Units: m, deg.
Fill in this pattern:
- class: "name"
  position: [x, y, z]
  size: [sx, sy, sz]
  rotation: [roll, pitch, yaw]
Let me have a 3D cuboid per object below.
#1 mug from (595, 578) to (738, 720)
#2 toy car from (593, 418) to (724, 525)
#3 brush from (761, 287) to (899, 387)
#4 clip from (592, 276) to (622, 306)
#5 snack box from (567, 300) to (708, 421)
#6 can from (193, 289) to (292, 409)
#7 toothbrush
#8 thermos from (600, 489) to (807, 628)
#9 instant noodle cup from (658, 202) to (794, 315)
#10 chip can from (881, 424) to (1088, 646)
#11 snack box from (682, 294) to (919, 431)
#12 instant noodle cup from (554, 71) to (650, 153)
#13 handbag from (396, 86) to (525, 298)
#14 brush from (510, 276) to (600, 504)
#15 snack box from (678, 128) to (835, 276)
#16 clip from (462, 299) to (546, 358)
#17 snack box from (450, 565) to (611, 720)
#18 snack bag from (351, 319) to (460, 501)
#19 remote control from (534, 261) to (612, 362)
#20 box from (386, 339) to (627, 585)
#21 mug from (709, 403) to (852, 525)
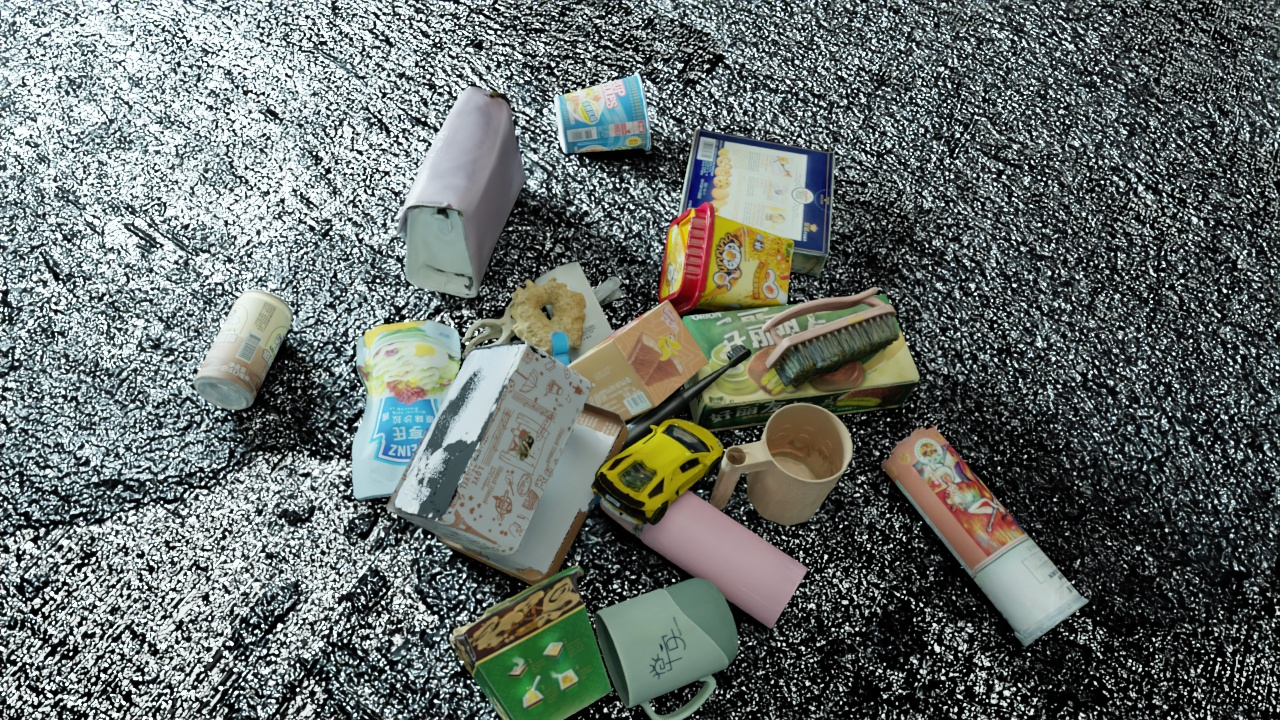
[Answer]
- class: "mug"
  position: [0.028, 0.255, 0.798]
  size: [0.106, 0.082, 0.111]
  rotation: [-15, 89, -17]
- class: "toy car"
  position: [0.020, 0.095, 0.848]
  size: [0.071, 0.041, 0.155]
  rotation: [34, 40, 24]
- class: "brush"
  position: [0.198, -0.030, 0.935]
  size: [0.145, 0.063, 0.073]
  rotation: [-20, 72, -18]
- class: "clip"
  position: [-0.046, -0.072, 1.045]
  size: [0.056, 0.028, 0.024]
  rotation: [-34, 63, -14]
- class: "snack box"
  position: [-0.005, 0.005, 0.919]
  size: [0.094, 0.093, 0.077]
  rotation: [-38, 96, -42]
- class: "can"
  position: [-0.403, -0.011, 0.936]
  size: [0.058, 0.059, 0.116]
  rotation: [11, 55, 1]
- class: "toothbrush"
  position: [0.024, 0.049, 0.906]
  size: [0.212, 0.026, 0.027]
  rotation: [-37, 47, -10]
- class: "thermos"
  position: [0.053, 0.168, 0.853]
  size: [0.198, 0.087, 0.067]
  rotation: [33, 102, 13]
- class: "instant noodle cup"
  position: [0.096, -0.102, 1.017]
  size: [0.123, 0.116, 0.116]
  rotation: [10, 83, -14]
- class: "chip can"
  position: [0.327, 0.165, 0.892]
  size: [0.071, 0.071, 0.214]
  rotation: [-25, 61, -21]
- class: "snack box"
  position: [0.165, 0.002, 0.987]
  size: [0.240, 0.063, 0.114]
  rotation: [-6, 58, -9]
- class: "instant noodle cup"
  position: [-0.050, -0.305, 1.159]
  size: [0.110, 0.099, 0.099]
  rotation: [-11, 58, -5]
- class: "handbag"
  position: [-0.200, -0.190, 1.028]
  size: [0.098, 0.145, 0.196]
  rotation: [14, 55, 0]
- class: "brush"
  position: [-0.077, 0.025, 0.945]
  size: [0.083, 0.046, 0.254]
  rotation: [-9, 68, -15]
- class: "snack box"
  position: [0.143, -0.197, 1.131]
  size: [0.182, 0.046, 0.177]
  rotation: [11, 56, 1]
- class: "clip"
  position: [-0.142, -0.026, 0.993]
  size: [0.103, 0.035, 0.076]
  rotation: [-30, 62, -33]
- class: "snack box"
  position: [-0.084, 0.252, 0.771]
  size: [0.117, 0.118, 0.105]
  rotation: [-24, 74, -20]
- class: "snack bag"
  position: [-0.234, 0.048, 0.929]
  size: [0.110, 0.039, 0.190]
  rotation: [-1, 58, -13]
- class: "remote control"
  position: [-0.069, -0.047, 1.014]
  size: [0.056, 0.019, 0.135]
  rotation: [-26, 62, -3]
- class: "box"
  position: [-0.114, 0.100, 0.847]
  size: [0.158, 0.149, 0.181]
  rotation: [34, 69, -27]
- class: "mug"
  position: [0.132, 0.107, 0.888]
  size: [0.124, 0.104, 0.084]
  rotation: [-11, 58, -13]
